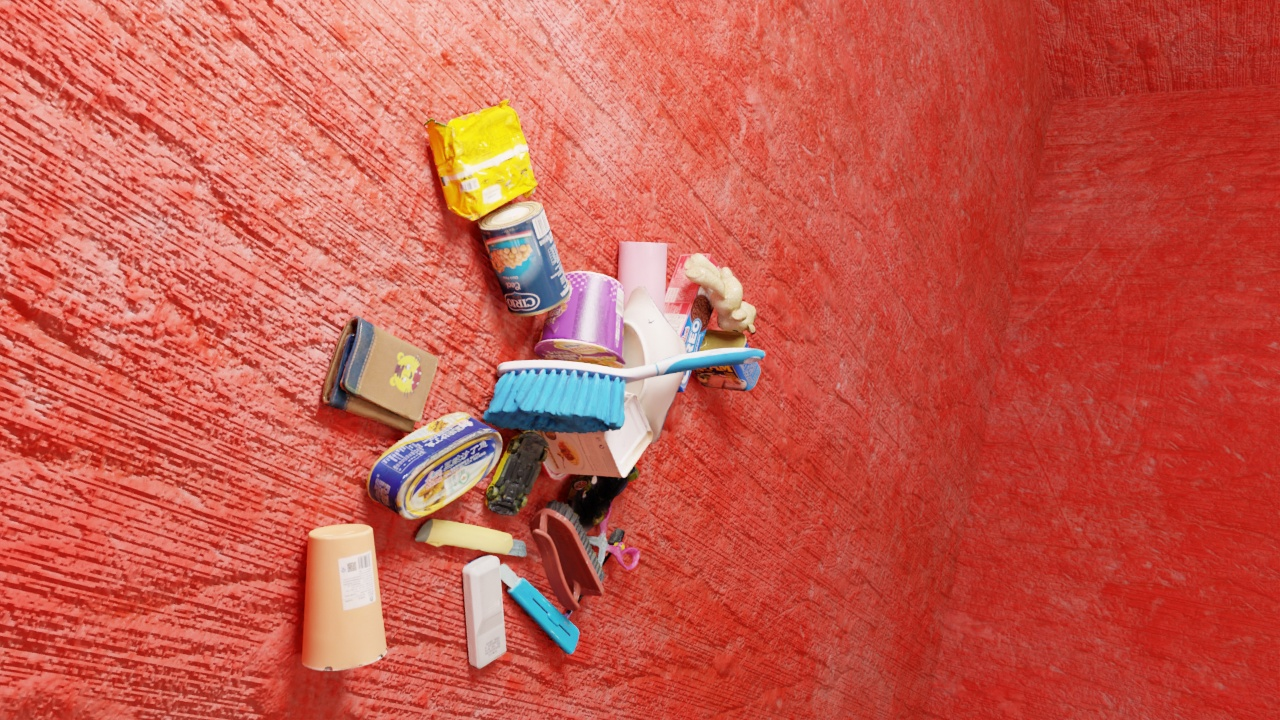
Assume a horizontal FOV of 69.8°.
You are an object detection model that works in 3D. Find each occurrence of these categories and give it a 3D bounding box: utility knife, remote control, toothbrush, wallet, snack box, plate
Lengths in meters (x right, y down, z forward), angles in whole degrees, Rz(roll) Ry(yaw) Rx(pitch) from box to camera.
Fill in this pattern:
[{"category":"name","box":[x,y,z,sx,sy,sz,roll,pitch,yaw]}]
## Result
[{"category":"utility knife","box":[-0.186,0.206,1.050,0.183,0.019,0.031,26,78,-47]},{"category":"utility knife","box":[-0.129,0.306,1.141,0.182,0.018,0.034,55,52,-34]},{"category":"remote control","box":[-0.180,0.291,1.068,0.048,0.024,0.125,-18,110,-52]},{"category":"toothbrush","box":[-0.071,0.297,1.235,0.188,0.014,0.017,-53,127,-36]},{"category":"wallet","box":[-0.256,0.017,0.913,0.115,0.033,0.090,35,66,-55]},{"category":"snack box","box":[0.059,-0.054,1.328,0.057,0.058,0.207,44,60,-45]},{"category":"plate","box":[-0.007,0.007,1.148,0.034,0.164,0.164,-2,129,-30]}]

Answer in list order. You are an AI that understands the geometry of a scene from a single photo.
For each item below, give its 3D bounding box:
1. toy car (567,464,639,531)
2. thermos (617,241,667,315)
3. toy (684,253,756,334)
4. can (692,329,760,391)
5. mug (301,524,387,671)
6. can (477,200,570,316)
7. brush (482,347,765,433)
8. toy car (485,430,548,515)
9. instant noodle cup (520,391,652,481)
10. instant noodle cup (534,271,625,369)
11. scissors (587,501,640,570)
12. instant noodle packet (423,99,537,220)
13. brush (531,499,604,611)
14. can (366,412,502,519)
[{"category":"toy car","box":[-0.052,0.158,1.215,0.157,0.042,0.070,-49,132,-41]},{"category":"thermos","box":[0.010,-0.060,1.235,0.067,0.087,0.198,-69,160,-85]},{"category":"toy","box":[0.114,-0.092,1.305,0.157,0.066,0.105,43,18,-42]},{"category":"can","box":[0.123,0.001,1.391,0.083,0.102,0.057,56,50,-45]},{"category":"mug","box":[-0.283,0.221,0.870,0.078,0.078,0.123,-5,95,-55]},{"category":"can","box":[-0.130,-0.116,1.032,0.075,0.075,0.111,-45,129,-42]},{"category":"brush","box":[-0.018,0.029,1.040,0.061,0.315,0.109,82,13,-60]},{"category":"toy car","box":[-0.146,0.130,1.071,0.048,0.032,0.105,23,93,-33]},{"category":"instant noodle cup","box":[-0.062,0.083,1.117,0.116,0.124,0.117,-53,134,-37]},{"category":"instant noodle cup","box":[-0.068,-0.049,1.115,0.111,0.112,0.099,31,61,-53]},{"category":"scissors","box":[-0.047,0.244,1.244,0.133,0.017,0.133,24,67,-40]},{"category":"instant noodle packet","box":[-0.170,-0.216,0.987,0.128,0.044,0.111,-38,118,-50]},{"category":"brush","box":[-0.096,0.243,1.146,0.069,0.063,0.146,-61,140,-49]},{"category":"can","box":[-0.211,0.109,0.957,0.147,0.049,0.075,-31,136,-47]}]
